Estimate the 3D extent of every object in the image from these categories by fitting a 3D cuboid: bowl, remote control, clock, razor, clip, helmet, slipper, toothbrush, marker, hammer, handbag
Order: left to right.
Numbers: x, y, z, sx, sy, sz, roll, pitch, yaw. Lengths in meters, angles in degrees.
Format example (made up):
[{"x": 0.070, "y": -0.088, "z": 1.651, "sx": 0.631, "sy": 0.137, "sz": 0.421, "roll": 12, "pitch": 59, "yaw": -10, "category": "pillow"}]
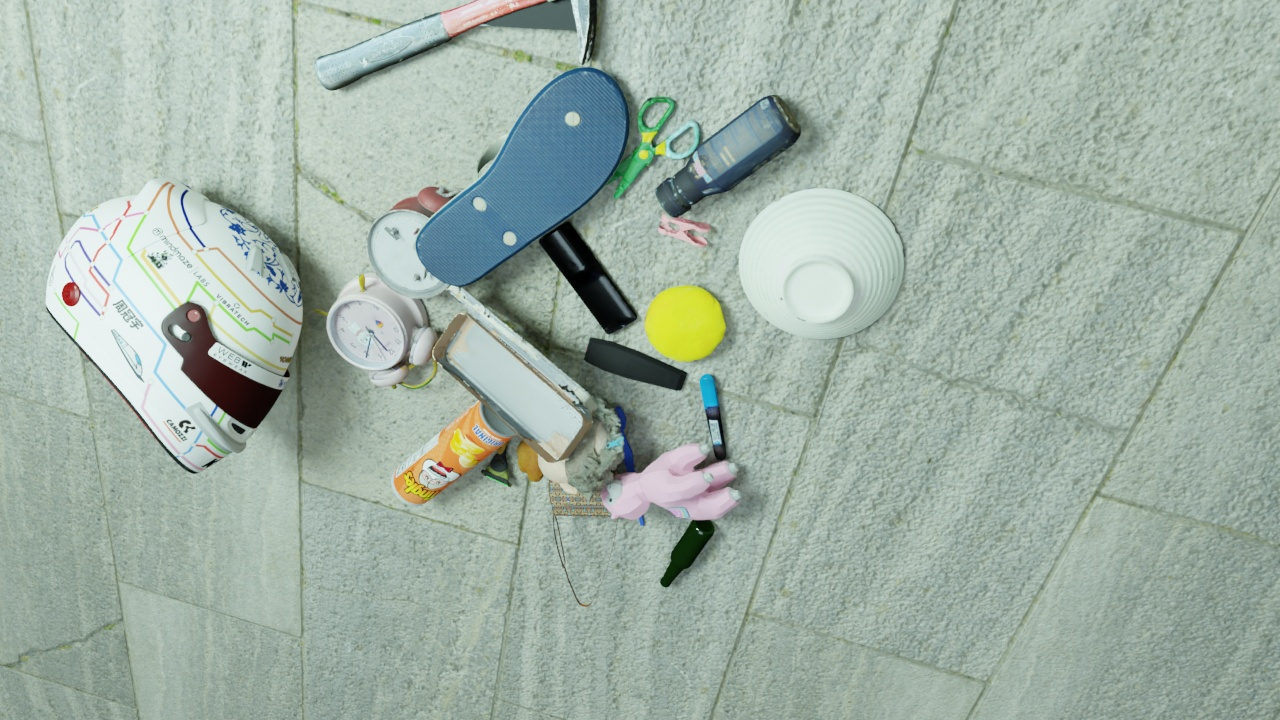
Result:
[{"x": -0.515, "y": -0.054, "z": 1.071, "sx": 0.236, "sy": 0.231, "sz": 0.314, "roll": -37, "pitch": 101, "yaw": -9, "category": "helmet"}, {"x": -0.316, "y": -0.031, "z": 1.135, "sx": 0.117, "sy": 0.058, "sz": 0.158, "roll": -31, "pitch": 108, "yaw": 27, "category": "clock"}, {"x": -0.244, "y": -0.138, "z": 1.056, "sx": 0.157, "sy": 0.061, "sz": 0.110, "roll": -31, "pitch": 107, "yaw": 26, "category": "clock"}, {"x": -0.195, "y": -0.337, "z": 0.949, "sx": 0.327, "sy": 0.036, "sz": 0.140, "roll": -13, "pitch": 113, "yaw": 20, "category": "hammer"}, {"x": -0.180, "y": 0.101, "z": 1.197, "sx": 0.044, "sy": 0.021, "sz": 0.144, "roll": 22, "pitch": 123, "yaw": 17, "category": "razor"}, {"x": -0.124, "y": -0.192, "z": 0.996, "sx": 0.295, "sy": 0.060, "sz": 0.118, "roll": -39, "pitch": 106, "yaw": 17, "category": "slipper"}, {"x": -0.070, "y": 0.229, "z": 1.207, "sx": 0.093, "sy": 0.043, "sz": 0.196, "roll": 0, "pitch": 102, "yaw": 6, "category": "handbag"}, {"x": -0.061, "y": -0.092, "z": 1.060, "sx": 0.046, "sy": 0.021, "sz": 0.140, "roll": -28, "pitch": 110, "yaw": 27, "category": "remote control"}, {"x": -0.013, "y": 0.139, "z": 1.186, "sx": 0.016, "sy": 0.011, "sz": 0.187, "roll": -3, "pitch": 121, "yaw": 15, "category": "toothbrush"}, {"x": -0.006, "y": 0.007, "z": 1.107, "sx": 0.125, "sy": 0.010, "sz": 0.039, "roll": 19, "pitch": 121, "yaw": 2, "category": "remote control"}, {"x": 0.047, "y": -0.138, "z": 1.008, "sx": 0.059, "sy": 0.022, "sz": 0.039, "roll": 23, "pitch": 124, "yaw": 7, "category": "clip"}, {"x": 0.090, "y": 0.070, "z": 1.118, "sx": 0.018, "sy": 0.015, "sz": 0.123, "roll": -2, "pitch": 121, "yaw": 18, "category": "marker"}, {"x": 0.189, "y": -0.087, "z": 0.972, "sx": 0.177, "sy": 0.070, "sz": 0.177, "roll": 6, "pitch": 120, "yaw": 11, "category": "bowl"}]

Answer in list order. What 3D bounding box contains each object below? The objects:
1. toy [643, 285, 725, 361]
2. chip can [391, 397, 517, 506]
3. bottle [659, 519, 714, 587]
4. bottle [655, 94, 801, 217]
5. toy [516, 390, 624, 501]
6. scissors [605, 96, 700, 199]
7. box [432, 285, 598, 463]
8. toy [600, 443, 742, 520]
[{"x": 0.050, "y": -0.041, "z": 1.049, "sx": 0.094, "sy": 0.041, "sz": 0.096, "roll": 6, "pitch": 119, "yaw": 5, "category": "toy"}, {"x": -0.241, "y": 0.118, "z": 1.185, "sx": 0.062, "sy": 0.062, "sz": 0.211, "roll": 45, "pitch": 125, "yaw": -12, "category": "chip can"}, {"x": 0.058, "y": 0.259, "z": 1.220, "sx": 0.033, "sy": 0.033, "sz": 0.123, "roll": 27, "pitch": 122, "yaw": -2, "category": "bottle"}, {"x": 0.087, "y": -0.205, "z": 0.939, "sx": 0.161, "sy": 0.056, "sz": 0.056, "roll": -33, "pitch": 107, "yaw": 27, "category": "bottle"}, {"x": -0.086, "y": 0.112, "z": 1.140, "sx": 0.176, "sy": 0.132, "sz": 0.076, "roll": -10, "pitch": 155, "yaw": 39, "category": "toy"}, {"x": 0.012, "y": -0.214, "z": 0.979, "sx": 0.078, "sy": 0.013, "sz": 0.132, "roll": 33, "pitch": 120, "yaw": -5, "category": "scissors"}, {"x": -0.152, "y": 0.015, "z": 1.060, "sx": 0.217, "sy": 0.094, "sz": 0.121, "roll": 39, "pitch": 107, "yaw": 16, "category": "box"}, {"x": 0.036, "y": 0.161, "z": 1.133, "sx": 0.158, "sy": 0.067, "sz": 0.123, "roll": -27, "pitch": 136, "yaw": 28, "category": "toy"}]
